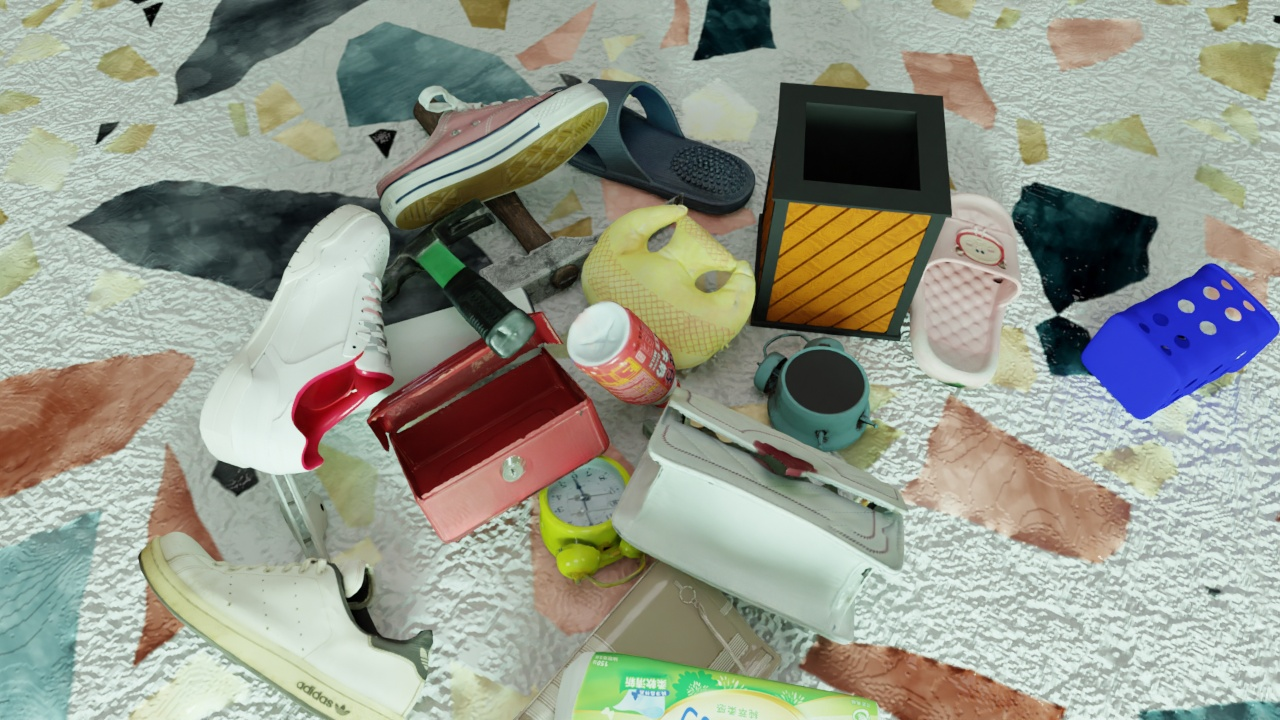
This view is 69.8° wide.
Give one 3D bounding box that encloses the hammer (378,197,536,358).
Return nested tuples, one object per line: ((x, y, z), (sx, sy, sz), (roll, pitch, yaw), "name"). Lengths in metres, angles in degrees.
((-0.147, -0.065, 0.752), (0.130, 0.032, 0.319), (-42, 29, -6), "hammer")

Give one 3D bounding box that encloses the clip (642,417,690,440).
((0.033, 0.079, 0.781), (0.061, 0.023, 0.075), (-16, 56, -8), "clip")

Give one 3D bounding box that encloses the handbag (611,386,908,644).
((0.094, 0.103, 0.689), (0.198, 0.096, 0.141), (24, 27, 3), "handbag")

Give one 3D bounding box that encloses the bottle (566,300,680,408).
((-0.005, 0.004, 0.762), (0.062, 0.137, 0.061), (-9, 66, 21), "bottle")

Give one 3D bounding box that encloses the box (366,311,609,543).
((-0.121, 0.050, 0.736), (0.157, 0.137, 0.127), (-33, 104, -9), "box")

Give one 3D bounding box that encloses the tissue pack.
((0.038, 0.269, 0.561), (0.197, 0.120, 0.141), (10, 63, -1), "tissue pack")

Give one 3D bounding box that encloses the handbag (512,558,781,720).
((0.037, 0.263, 0.650), (0.198, 0.062, 0.175), (39, 65, 14), "handbag")

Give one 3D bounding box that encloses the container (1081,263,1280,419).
((0.469, -0.015, 0.805), (0.113, 0.085, 0.085), (-24, 61, -14), "container")

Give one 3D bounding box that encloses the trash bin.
((0.182, -0.130, 0.829), (0.140, 0.172, 0.139), (6, 57, 4), "trash bin")

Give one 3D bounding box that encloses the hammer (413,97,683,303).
((-0.122, -0.197, 0.956), (0.217, 0.037, 0.300), (-30, 61, -18), "hammer")

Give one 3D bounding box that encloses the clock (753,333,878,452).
((0.151, 0.020, 0.801), (0.090, 0.053, 0.124), (-19, 56, -12), "clock")

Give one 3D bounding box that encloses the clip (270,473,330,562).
((-0.273, 0.130, 0.731), (0.043, 0.102, 0.054), (-20, 15, -16), "clip")

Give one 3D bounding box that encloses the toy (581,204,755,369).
((0.017, -0.060, 0.835), (0.155, 0.064, 0.170), (-46, 66, 1), "toy")

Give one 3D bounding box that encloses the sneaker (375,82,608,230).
((-0.149, -0.214, 0.884), (0.240, 0.118, 0.088), (-29, 77, -11), "sneaker")

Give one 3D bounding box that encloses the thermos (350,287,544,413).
((-0.203, -0.003, 0.809), (0.230, 0.068, 0.068), (-18, 58, -11), "thermos")

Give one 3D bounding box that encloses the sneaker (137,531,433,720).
((-0.255, 0.177, 0.674), (0.241, 0.089, 0.102), (30, 70, 13), "sneaker")

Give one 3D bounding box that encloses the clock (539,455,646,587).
((-0.035, 0.128, 0.726), (0.083, 0.057, 0.119), (-19, 53, -15), "clock")

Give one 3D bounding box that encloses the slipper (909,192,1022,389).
((0.301, -0.072, 0.853), (0.107, 0.056, 0.221), (20, 60, -1), "slipper")

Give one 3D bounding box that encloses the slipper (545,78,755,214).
((-0.001, -0.237, 0.956), (0.264, 0.083, 0.101), (28, 63, 17), "slipper")

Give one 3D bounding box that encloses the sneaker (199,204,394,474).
((-0.236, -0.015, 0.725), (0.104, 0.090, 0.236), (16, 58, 8), "sneaker")
